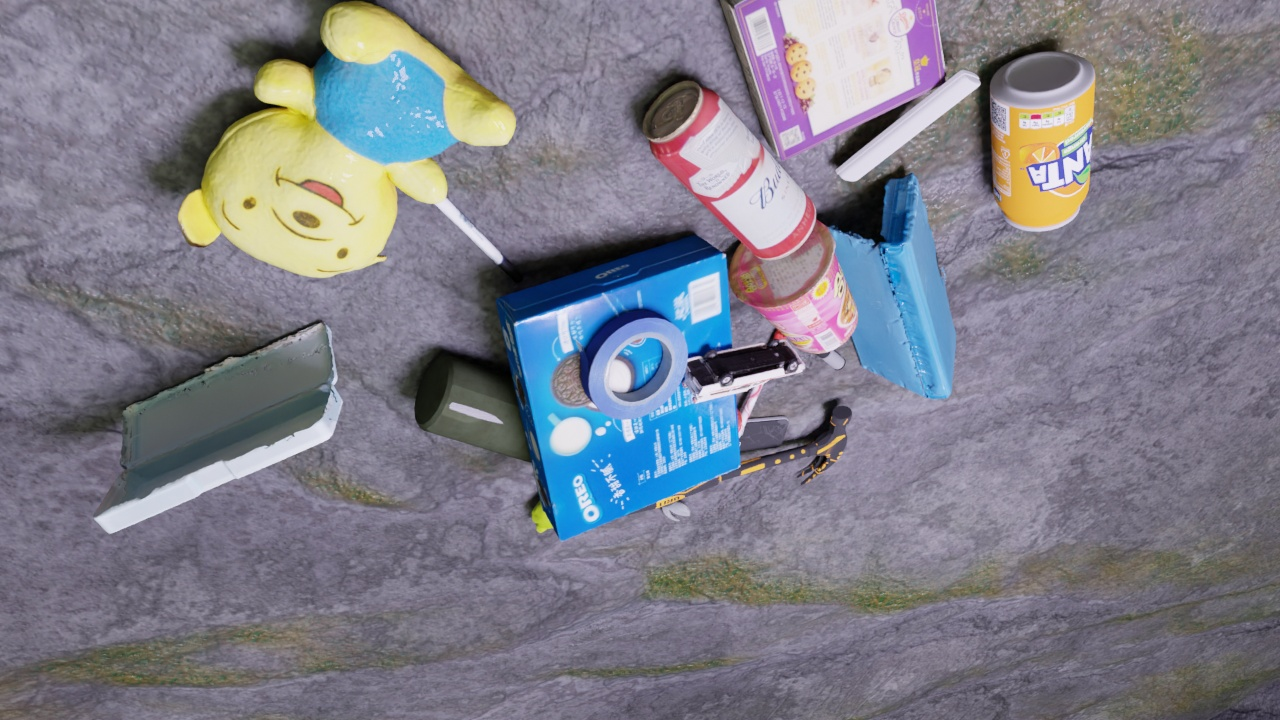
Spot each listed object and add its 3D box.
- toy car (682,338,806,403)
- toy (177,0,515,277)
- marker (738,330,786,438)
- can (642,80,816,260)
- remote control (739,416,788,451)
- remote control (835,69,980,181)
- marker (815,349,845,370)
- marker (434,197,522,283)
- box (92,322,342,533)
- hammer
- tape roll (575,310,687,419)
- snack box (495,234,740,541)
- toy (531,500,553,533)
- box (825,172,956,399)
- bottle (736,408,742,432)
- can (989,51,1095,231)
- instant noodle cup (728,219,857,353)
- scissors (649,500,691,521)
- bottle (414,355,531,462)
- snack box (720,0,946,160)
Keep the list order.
[{"bbox_3d":[0.089,0.010,0.816,0.113,0.039,0.039,-11,140,-27],"label":"toy car"},{"bbox_3d":[-0.207,-0.144,0.643,0.149,0.083,0.214,33,116,-30],"label":"toy"},{"bbox_3d":[0.121,0.028,0.953,0.012,0.012,0.142,4,126,-22],"label":"marker"},{"bbox_3d":[0.075,-0.150,0.743,0.067,0.067,0.170,-39,131,17],"label":"can"},{"bbox_3d":[0.091,0.084,1.004,0.146,0.008,0.045,-4,132,-16],"label":"remote control"},{"bbox_3d":[0.220,-0.191,0.760,0.033,0.012,0.131,-8,157,-48],"label":"remote control"},{"bbox_3d":[0.162,-0.027,0.921,0.016,0.016,0.140,-41,130,19],"label":"marker"},{"bbox_3d":[-0.143,-0.110,0.745,0.011,0.011,0.152,-33,133,12],"label":"marker"},{"bbox_3d":[-0.337,0.054,0.743,0.197,0.136,0.049,-23,135,3],"label":"box"},{"bbox_3d":[0.082,0.127,1.001,0.320,0.036,0.123,-13,142,-16],"label":"hammer"},{"bbox_3d":[-0.005,0.004,0.768,0.093,0.016,0.091,-23,124,-16],"label":"tape roll"},{"bbox_3d":[-0.010,0.028,0.825,0.195,0.056,0.239,-20,124,-19],"label":"snack box"},{"bbox_3d":[-0.078,0.146,0.987,0.094,0.036,0.094,-26,129,-3],"label":"toy"},{"bbox_3d":[0.235,-0.061,0.886,0.102,0.094,0.231,-1,143,28],"label":"box"},{"bbox_3d":[0.057,0.047,0.935,0.044,0.044,0.109,-41,130,19],"label":"bottle"},{"bbox_3d":[0.345,-0.187,0.791,0.079,0.079,0.142,-23,134,2],"label":"can"},{"bbox_3d":[0.146,-0.062,0.833,0.098,0.097,0.108,-33,139,12],"label":"instant noodle cup"},{"bbox_3d":[0.015,0.139,1.021,0.128,0.019,0.154,4,134,-17],"label":"scissors"},{"bbox_3d":[-0.107,0.059,0.871,0.206,0.071,0.072,22,121,-33],"label":"bottle"},{"bbox_3d":[0.149,-0.246,0.697,0.148,0.040,0.143,-25,134,4],"label":"snack box"}]
